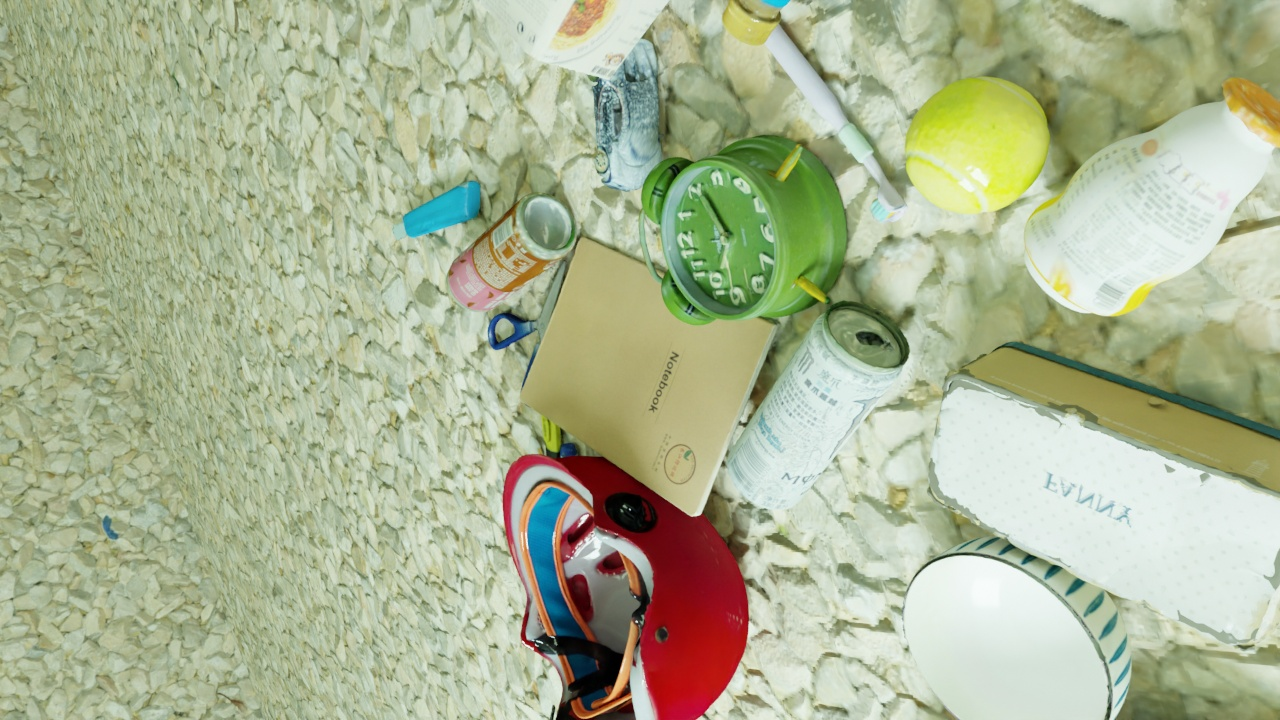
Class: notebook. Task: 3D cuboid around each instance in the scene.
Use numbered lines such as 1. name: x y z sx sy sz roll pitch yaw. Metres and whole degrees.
1. notebook: -0.004 0.004 0.691 0.208 0.008 0.148 29 102 40

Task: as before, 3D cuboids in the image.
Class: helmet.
1. helmet: -0.007 0.176 0.719 0.240 0.143 0.208 63 143 31

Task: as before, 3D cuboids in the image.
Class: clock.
1. clock: 0.055 -0.080 0.590 0.161 0.056 0.116 0 106 50

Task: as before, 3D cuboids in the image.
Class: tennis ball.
1. tennis ball: 0.162 -0.104 0.444 0.065 0.065 0.065 25 124 42

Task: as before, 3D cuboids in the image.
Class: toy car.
1. toy car: -0.007 -0.168 0.631 0.031 0.048 0.106 23 124 48

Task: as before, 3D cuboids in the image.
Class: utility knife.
1. utility knife: -0.208 -0.142 0.908 0.188 0.018 0.034 -6 91 51

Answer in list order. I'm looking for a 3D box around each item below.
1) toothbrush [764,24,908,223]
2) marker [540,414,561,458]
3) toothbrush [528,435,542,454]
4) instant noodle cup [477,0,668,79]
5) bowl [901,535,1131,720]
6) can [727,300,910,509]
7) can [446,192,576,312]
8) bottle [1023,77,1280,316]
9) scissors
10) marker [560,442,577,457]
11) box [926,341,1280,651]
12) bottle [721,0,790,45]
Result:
1. toothbrush: 0.096 -0.159 0.536 0.021 0.029 0.189 -33 75 10
2. marker: -0.083 0.094 0.870 0.018 0.015 0.124 22 124 40
3. toothbrush: -0.092 0.165 0.910 0.016 0.018 0.191 6 111 47
4. instant noodle cup: -0.029 -0.246 0.549 0.116 0.116 0.124 49 121 23
5. bowl: 0.211 0.147 0.501 0.116 0.066 0.117 24 123 43
6. can: 0.107 0.032 0.578 0.058 0.058 0.147 50 138 23
7. can: -0.113 -0.089 0.786 0.148 0.057 0.058 -26 86 52
8. bottle: 0.220 -0.068 0.393 0.063 0.063 0.109 56 141 16
9. scissors: -0.096 -0.027 0.832 0.161 0.012 0.164 28 125 39
10. marker: -0.063 0.145 0.869 0.017 0.016 0.146 20 122 44
11. box: 0.234 0.060 0.441 0.184 0.061 0.090 27 127 38
12. bottle: 0.102 -0.252 0.449 0.065 0.065 0.219 55 141 18
